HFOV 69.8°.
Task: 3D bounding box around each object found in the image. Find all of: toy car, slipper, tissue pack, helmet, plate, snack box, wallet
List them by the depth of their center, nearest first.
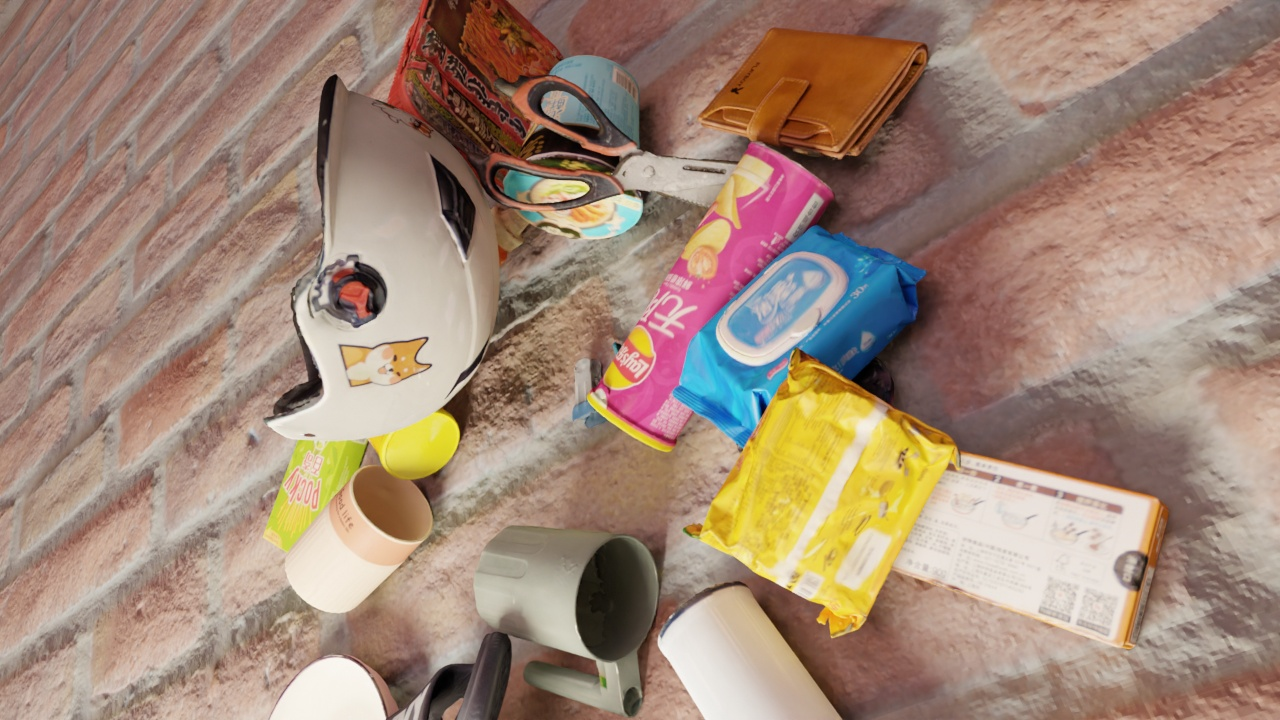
[{"bbox_3d":[0.191,0.092,0.495,0.154,0.026,0.075,13,82,42],"label":"snack box"},{"bbox_3d":[0.094,-0.017,0.570,0.157,0.052,0.095,-44,37,-3],"label":"tissue pack"},{"bbox_3d":[0.109,0.032,0.578,0.106,0.031,0.049,-23,42,26],"label":"toy car"},{"bbox_3d":[-0.160,0.300,0.617,0.110,0.083,0.268,-85,16,-74],"label":"slipper"},{"bbox_3d":[0.115,-0.185,0.646,0.131,0.035,0.119,26,69,42],"label":"wallet"},{"bbox_3d":[-0.185,-0.062,0.704,0.229,0.156,0.275,-114,39,-57],"label":"helmet"},{"bbox_3d":[-0.249,0.341,0.751,0.193,0.039,0.192,-17,62,36],"label":"plate"},{"bbox_3d":[-0.316,0.114,0.904,0.086,0.026,0.156,13,82,42],"label":"snack box"}]

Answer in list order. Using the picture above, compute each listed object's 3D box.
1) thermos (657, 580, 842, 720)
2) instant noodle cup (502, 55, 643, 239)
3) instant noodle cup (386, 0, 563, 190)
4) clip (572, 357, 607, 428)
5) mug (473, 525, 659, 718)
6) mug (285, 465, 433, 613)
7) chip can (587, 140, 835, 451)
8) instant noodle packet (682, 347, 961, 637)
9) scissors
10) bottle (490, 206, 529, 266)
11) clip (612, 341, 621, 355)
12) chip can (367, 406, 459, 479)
[{"bbox_3d":[0.092,0.229,0.499,0.073,0.073,0.224,-49,50,14],"label":"thermos"},{"bbox_3d":[-0.047,-0.178,0.750,0.111,0.111,0.120,-14,57,35],"label":"instant noodle cup"},{"bbox_3d":[-0.142,-0.232,0.789,0.079,0.164,0.188,-16,53,35],"label":"instant noodle cup"},{"bbox_3d":[-0.040,0.023,0.719,0.026,0.042,0.058,-27,55,31],"label":"clip"},{"bbox_3d":[-0.050,0.177,0.635,0.104,0.083,0.124,-1,97,40],"label":"mug"},{"bbox_3d":[-0.245,0.147,0.804,0.106,0.081,0.114,-45,24,19],"label":"mug"},{"bbox_3d":[0.048,-0.043,0.635,0.071,0.071,0.210,38,98,42],"label":"chip can"},{"bbox_3d":[0.100,0.074,0.510,0.111,0.044,0.128,31,97,9],"label":"instant noodle packet"},{"bbox_3d":[-0.012,-0.151,0.664,0.202,0.015,0.206,-32,97,7],"label":"scissors"},{"bbox_3d":[-0.159,-0.094,0.835,0.150,0.066,0.066,-34,54,16],"label":"bottle"},{"bbox_3d":[-0.004,0.004,0.698,0.033,0.013,0.054,-25,59,31],"label":"clip"},{"bbox_3d":[-0.246,0.022,0.851,0.213,0.072,0.072,40,100,41],"label":"chip can"}]
